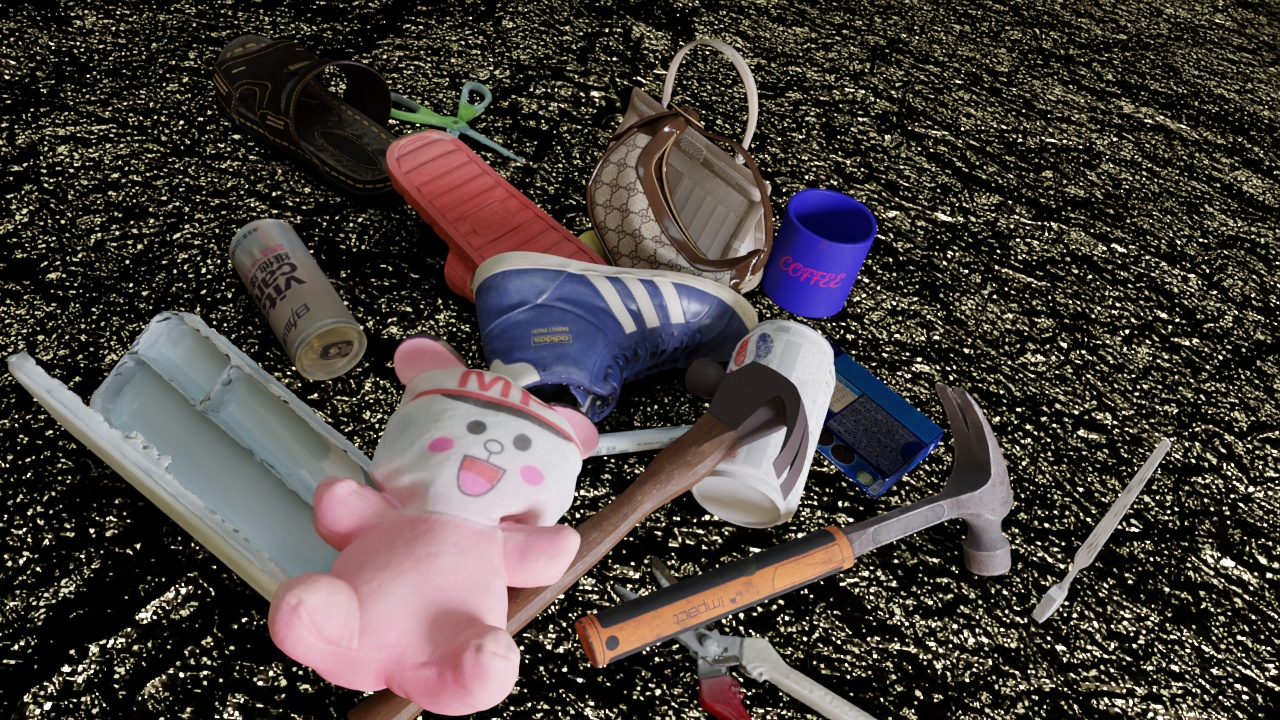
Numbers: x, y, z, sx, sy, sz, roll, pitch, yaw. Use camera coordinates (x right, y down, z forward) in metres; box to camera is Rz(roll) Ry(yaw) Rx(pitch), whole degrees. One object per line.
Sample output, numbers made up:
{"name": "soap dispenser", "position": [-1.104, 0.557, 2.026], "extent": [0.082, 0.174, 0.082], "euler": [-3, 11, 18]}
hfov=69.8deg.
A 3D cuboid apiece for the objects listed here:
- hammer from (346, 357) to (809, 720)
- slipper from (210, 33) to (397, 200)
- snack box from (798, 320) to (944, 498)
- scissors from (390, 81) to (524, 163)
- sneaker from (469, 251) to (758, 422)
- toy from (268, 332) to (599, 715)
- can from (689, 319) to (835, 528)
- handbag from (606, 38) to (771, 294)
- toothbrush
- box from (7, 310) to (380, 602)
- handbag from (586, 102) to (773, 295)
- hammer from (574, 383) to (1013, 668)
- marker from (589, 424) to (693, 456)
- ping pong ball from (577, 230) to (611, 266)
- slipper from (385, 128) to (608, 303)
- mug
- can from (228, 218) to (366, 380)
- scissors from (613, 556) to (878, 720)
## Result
{"name": "hammer", "position": [-0.029, 0.108, 0.543], "extent": [0.322, 0.033, 0.115], "euler": [-38, 40, -19]}
{"name": "slipper", "position": [-0.303, -0.241, 0.847], "extent": [0.268, 0.076, 0.112], "euler": [39, 49, 23]}
{"name": "snack box", "position": [0.157, 0.034, 0.729], "extent": [0.082, 0.027, 0.150], "euler": [-28, 59, -34]}
{"name": "scissors", "position": [-0.182, -0.238, 0.917], "extent": [0.171, 0.023, 0.167], "euler": [29, 41, 12]}
{"name": "sneaker", "position": [-0.005, 0.003, 0.662], "extent": [0.232, 0.092, 0.118], "euler": [13, 49, -26]}
{"name": "toy", "position": [-0.104, 0.083, 0.510], "extent": [0.142, 0.084, 0.212], "euler": [18, 48, -5]}
{"name": "can", "position": [0.088, 0.043, 0.650], "extent": [0.078, 0.078, 0.135], "euler": [21, 58, 6]}
{"name": "handbag", "position": [0.045, -0.177, 0.784], "extent": [0.062, 0.198, 0.175], "euler": [-27, 58, -34]}
{"name": "toothbrush", "position": [0.285, 0.112, 0.575], "extent": [0.010, 0.182, 0.010], "euler": [-26, 52, -30]}
{"name": "box", "position": [-0.257, 0.056, 0.519], "extent": [0.215, 0.124, 0.106], "euler": [35, 91, 13]}
{"name": "handbag", "position": [0.034, -0.124, 0.747], "extent": [0.166, 0.139, 0.063], "euler": [63, 23, 10]}
{"name": "hammer", "position": [0.106, 0.113, 0.582], "extent": [0.313, 0.138, 0.035], "euler": [-15, 13, -21]}
{"name": "marker", "position": [0.005, 0.058, 0.675], "extent": [0.146, 0.017, 0.017], "euler": [-5, 48, -18]}
{"name": "ping pong ball", "position": [-0.039, -0.093, 0.794], "extent": [0.040, 0.040, 0.040], "euler": [7, 45, -7]}
{"name": "slipper", "position": [-0.115, -0.088, 0.757], "extent": [0.249, 0.059, 0.103], "euler": [42, 51, 6]}
{"name": "mug", "position": [0.161, -0.106, 0.825], "extent": [0.079, 0.084, 0.111], "euler": [18, 45, 3]}
{"name": "can", "position": [-0.259, -0.049, 0.687], "extent": [0.054, 0.054, 0.135], "euler": [-22, 55, -31]}
{"name": "scissors", "position": [0.070, 0.201, 0.554], "extent": [0.179, 0.015, 0.187], "euler": [7, 45, -6]}
